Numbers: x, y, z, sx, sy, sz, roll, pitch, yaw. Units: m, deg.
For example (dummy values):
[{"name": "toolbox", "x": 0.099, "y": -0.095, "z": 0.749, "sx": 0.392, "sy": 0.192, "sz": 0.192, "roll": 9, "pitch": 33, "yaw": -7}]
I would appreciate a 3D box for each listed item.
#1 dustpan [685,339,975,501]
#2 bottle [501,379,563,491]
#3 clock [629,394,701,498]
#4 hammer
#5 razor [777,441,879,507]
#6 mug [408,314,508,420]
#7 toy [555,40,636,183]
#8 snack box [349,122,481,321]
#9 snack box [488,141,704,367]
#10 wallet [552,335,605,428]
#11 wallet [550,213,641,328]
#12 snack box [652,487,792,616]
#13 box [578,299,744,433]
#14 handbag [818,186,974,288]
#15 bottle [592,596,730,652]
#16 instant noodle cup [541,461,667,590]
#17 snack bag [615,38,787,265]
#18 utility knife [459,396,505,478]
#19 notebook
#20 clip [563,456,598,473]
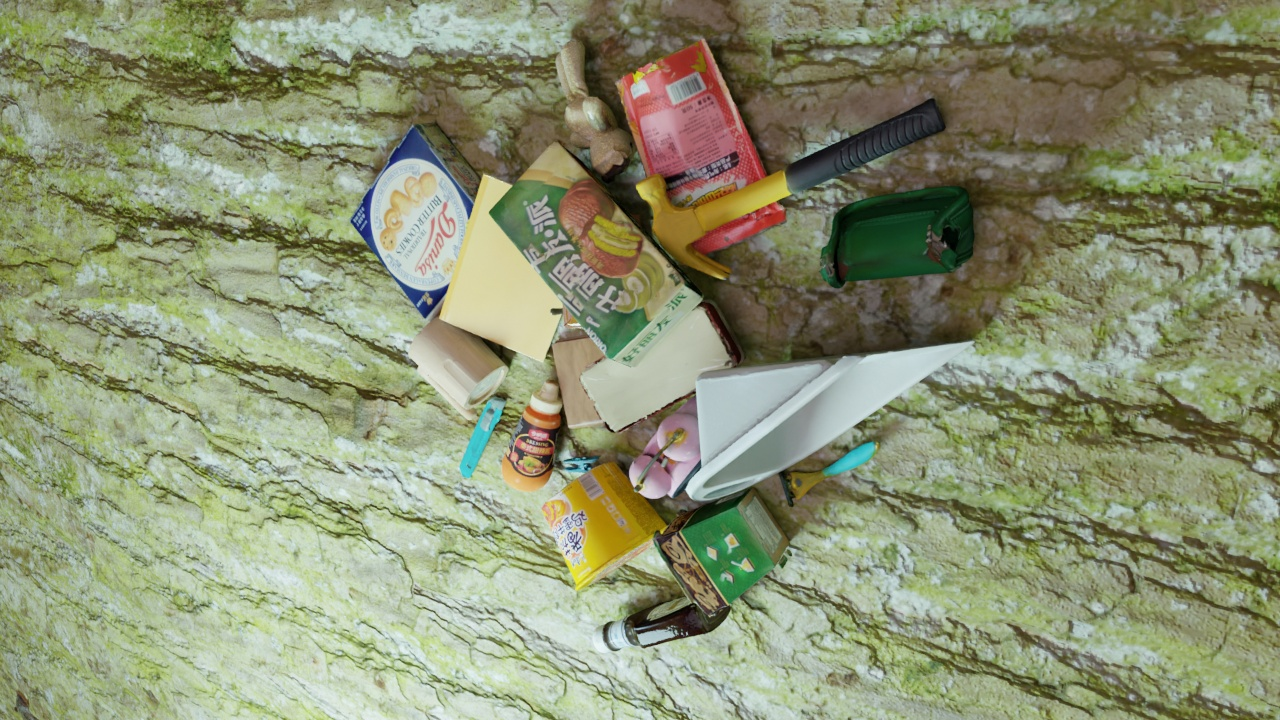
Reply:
[{"name": "dustpan", "x": 0.165, "y": 0.067, "z": 0.896, "sx": 0.258, "sy": 0.222, "sz": 0.142, "roll": -6, "pitch": 91, "yaw": 43}, {"name": "bottle", "x": -0.132, "y": 0.093, "z": 1.176, "sx": 0.067, "sy": 0.066, "sz": 0.150, "roll": 26, "pitch": 110, "yaw": 22}, {"name": "clock", "x": 0.046, "y": 0.096, "z": 1.006, "sx": 0.060, "sy": 0.158, "sz": 0.117, "roll": 42, "pitch": 121, "yaw": 12}, {"name": "hammer", "x": 0.147, "y": -0.176, "z": 0.903, "sx": 0.301, "sy": 0.032, "sz": 0.129, "roll": -21, "pitch": 107, "yaw": 25}, {"name": "razor", "x": 0.207, "y": 0.117, "z": 0.993, "sx": 0.133, "sy": 0.028, "sz": 0.043, "roll": -35, "pitch": 57, "yaw": 37}, {"name": "mug", "x": -0.243, "y": 0.012, "z": 1.206, "sx": 0.103, "sy": 0.084, "sz": 0.125, "roll": 43, "pitch": 137, "yaw": 11}, {"name": "toy", "x": -0.053, "y": -0.276, "z": 1.010, "sx": 0.157, "sy": 0.066, "sz": 0.105, "roll": 67, "pitch": 157, "yaw": 1}, {"name": "snack box", "x": -0.269, "y": -0.176, "z": 1.177, "sx": 0.182, "sy": 0.045, "sz": 0.178, "roll": 51, "pitch": 123, "yaw": 8}, {"name": "snack box", "x": -0.050, "y": -0.116, "z": 0.990, "sx": 0.114, "sy": 0.063, "sz": 0.240, "roll": -44, "pitch": 68, "yaw": 11}, {"name": "wallet", "x": -0.056, "y": 0.025, "z": 1.130, "sx": 0.101, "sy": 0.020, "sz": 0.115, "roll": -9, "pitch": 98, "yaw": 31}, {"name": "wallet", "x": -0.051, "y": -0.102, "z": 1.069, "sx": 0.119, "sy": 0.035, "sz": 0.131, "roll": -2, "pitch": 106, "yaw": 14}, {"name": "snack box", "x": 0.100, "y": 0.208, "z": 1.048, "sx": 0.106, "sy": 0.118, "sz": 0.117, "roll": -35, "pitch": 86, "yaw": 22}, {"name": "box", "x": 0.021, "y": 0.006, "z": 1.012, "sx": 0.168, "sy": 0.080, "sz": 0.091, "roll": -30, "pitch": 89, "yaw": 17}, {"name": "handbag", "x": 0.237, "y": -0.112, "z": 0.847, "sx": 0.132, "sy": 0.119, "sz": 0.068, "roll": -5, "pitch": 109, "yaw": 30}, {"name": "bottle", "x": 0.018, "y": 0.330, "z": 1.146, "sx": 0.195, "sy": 0.079, "sz": 0.044, "roll": -27, "pitch": 87, "yaw": 36}, {"name": "instant noodle cup", "x": -0.048, "y": 0.197, "z": 1.118, "sx": 0.138, "sy": 0.137, "sz": 0.110, "roll": -44, "pitch": 74, "yaw": 33}, {"name": "snack bag", "x": 0.058, "y": -0.216, "z": 0.959, "sx": 0.129, "sy": 0.073, "sz": 0.208, "roll": -20, "pitch": 100, "yaw": 24}, {"name": "utility knife", "x": -0.219, "y": 0.106, "z": 1.257, "sx": 0.029, "sy": 0.013, "sz": 0.152, "roll": 41, "pitch": 122, "yaw": 21}, {"name": "notebook", "x": -0.152, "y": -0.108, "z": 1.116, "sx": 0.146, "sy": 0.010, "sz": 0.207, "roll": 22, "pitch": 119, "yaw": -2}, {"name": "clip", "x": -0.075, "y": 0.135, "z": 1.179, "sx": 0.057, "sy": 0.014, "sz": 0.047, "roll": -1, "pitch": 107, "yaw": 32}]
